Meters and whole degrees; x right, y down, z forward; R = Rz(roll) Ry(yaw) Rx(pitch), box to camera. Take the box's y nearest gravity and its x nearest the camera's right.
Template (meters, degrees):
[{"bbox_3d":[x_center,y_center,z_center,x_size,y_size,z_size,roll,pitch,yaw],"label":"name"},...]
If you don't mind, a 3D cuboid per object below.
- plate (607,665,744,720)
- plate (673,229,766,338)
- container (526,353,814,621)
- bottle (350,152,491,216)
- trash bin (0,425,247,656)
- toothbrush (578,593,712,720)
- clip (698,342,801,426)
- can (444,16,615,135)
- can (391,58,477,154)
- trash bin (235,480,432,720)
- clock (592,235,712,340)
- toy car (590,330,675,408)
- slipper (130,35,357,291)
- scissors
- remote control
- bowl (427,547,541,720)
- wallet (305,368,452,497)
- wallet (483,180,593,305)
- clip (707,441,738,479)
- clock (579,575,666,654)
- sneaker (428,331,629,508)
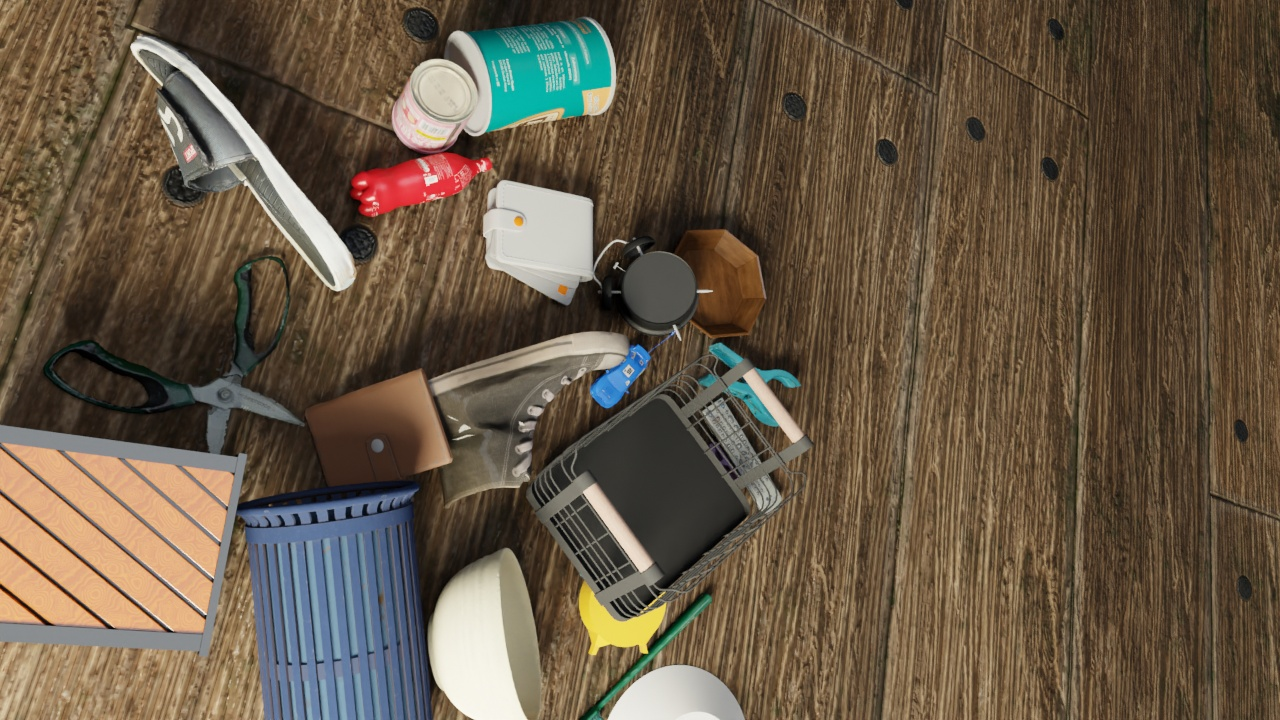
[{"bbox_3d":[0.045,0.394,0.907,0.173,0.036,0.173,6,76,-27],"label":"plate"},{"bbox_3d":[0.082,-0.085,1.036,0.131,0.025,0.131,6,76,-27],"label":"plate"},{"bbox_3d":[0.030,0.115,0.873,0.240,0.131,0.163,-32,83,-38],"label":"container"},{"bbox_3d":[-0.210,-0.176,0.892,0.141,0.042,0.042,-22,90,-30],"label":"bottle"},{"bbox_3d":[-0.396,0.127,0.666,0.171,0.140,0.139,12,78,-25],"label":"trash bin"},{"bbox_3d":[0.008,0.302,0.919,0.189,0.016,0.017,-39,96,-29],"label":"toothbrush"},{"bbox_3d":[0.134,0.013,1.043,0.130,0.030,0.120,44,68,-14],"label":"clip"},{"bbox_3d":[-0.112,-0.291,0.935,0.143,0.099,0.099,-19,88,-30],"label":"can"},{"bbox_3d":[-0.201,-0.245,0.891,0.067,0.076,0.067,6,76,-27],"label":"can"},{"bbox_3d":[-0.235,0.229,0.727,0.139,0.139,0.249,-5,89,-29],"label":"trash bin"},{"bbox_3d":[0.008,-0.079,0.970,0.121,0.042,0.091,33,82,2],"label":"clock"},{"bbox_3d":[-0.006,0.006,0.949,0.033,0.062,0.091,46,63,-12],"label":"toy car"},{"bbox_3d":[-0.348,-0.158,0.782,0.063,0.111,0.264,-45,106,-21],"label":"slipper"},{"bbox_3d":[-0.374,-0.012,0.786,0.201,0.015,0.205,24,68,-23],"label":"scissors"},{"bbox_3d":[0.113,0.107,1.018,0.033,0.013,0.136,-33,95,-29],"label":"remote control"},{"bbox_3d":[-0.138,0.245,0.795,0.075,0.151,0.150,-12,84,0],"label":"bowl"},{"bbox_3d":[-0.230,0.066,0.802,0.121,0.013,0.087,-18,88,13],"label":"wallet"},{"bbox_3d":[-0.103,-0.117,0.940,0.118,0.038,0.115,6,76,-30],"label":"wallet"},{"bbox_3d":[0.085,0.114,1.003,0.029,0.013,0.050,-25,89,-31],"label":"clip"},{"bbox_3d":[-0.016,0.225,0.910,0.099,0.044,0.129,8,83,-26],"label":"clock"},{"bbox_3d":[-0.103,0.048,0.873,0.234,0.095,0.120,-21,92,-32],"label":"sneaker"}]
